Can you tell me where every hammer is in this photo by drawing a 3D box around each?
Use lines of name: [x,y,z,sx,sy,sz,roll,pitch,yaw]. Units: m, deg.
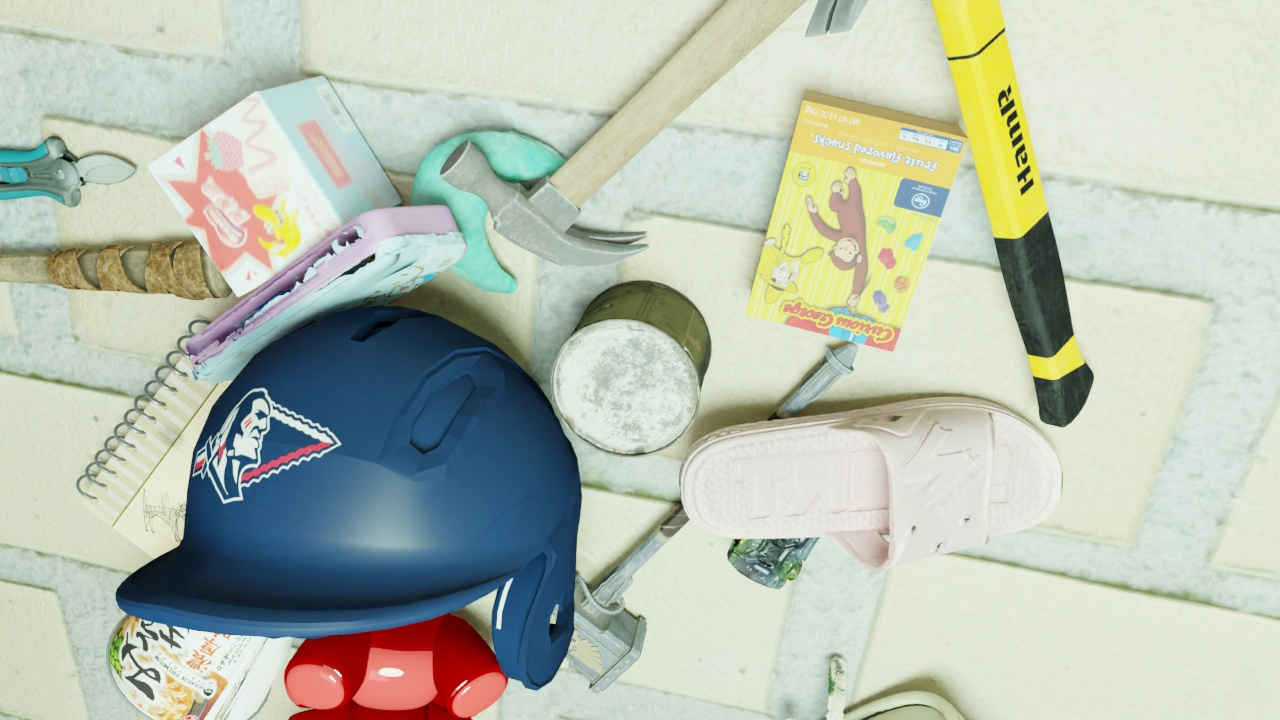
hammer: [0.042,-0.174,0.502,0.332,0.030,0.119,-41,120,19]
hammer: [-0.439,-0.067,0.650,0.319,0.048,0.122,1,112,10]
hammer: [0.033,0.102,0.630,0.098,0.044,0.323,39,113,-7]
hammer: [0.187,-0.095,0.474,0.034,0.169,0.325,17,140,53]

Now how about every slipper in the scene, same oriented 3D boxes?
slipper: [0.144,0.077,0.559,0.239,0.064,0.094,-2,109,-1]

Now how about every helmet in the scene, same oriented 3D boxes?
helmet: [-0.158,0.082,0.533,0.233,0.271,0.223,0,104,27]

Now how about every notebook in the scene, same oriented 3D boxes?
notebook: [-0.323,0.089,0.706,0.167,0.024,0.226,42,115,-10]

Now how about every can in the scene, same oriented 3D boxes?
can: [-0.004,0.003,0.571,0.090,0.074,0.090,4,114,9]

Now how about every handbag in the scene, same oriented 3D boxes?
handbag: [0.127,0.325,0.641,0.132,0.183,0.230,47,131,-8]

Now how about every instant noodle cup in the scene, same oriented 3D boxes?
instant noodle cup: [-0.303,0.185,0.677,0.123,0.123,0.122,37,107,-6]

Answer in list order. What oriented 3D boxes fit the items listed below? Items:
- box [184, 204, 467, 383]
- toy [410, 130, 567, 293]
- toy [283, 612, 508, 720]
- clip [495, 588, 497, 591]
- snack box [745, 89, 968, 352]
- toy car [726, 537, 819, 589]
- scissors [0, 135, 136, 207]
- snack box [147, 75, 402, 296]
box: [-0.200,-0.037,0.572,0.215,0.076,0.033,-24,87,33]
toy: [-0.100,-0.097,0.571,0.085,0.033,0.105,23,116,-11]
toy: [-0.197,0.274,0.713,0.158,0.120,0.198,8,123,-19]
clip: [-0.091,0.142,0.682,0.044,0.023,0.076,44,113,-8]
snack box: [0.120,-0.079,0.526,0.088,0.040,0.126,15,116,5]
toy car: [0.102,0.103,0.617,0.048,0.033,0.105,31,103,-6]
scissors: [-0.415,-0.123,0.633,0.136,0.019,0.138,35,115,-8]
snack box: [-0.221,-0.107,0.564,0.095,0.079,0.093,-23,107,21]
